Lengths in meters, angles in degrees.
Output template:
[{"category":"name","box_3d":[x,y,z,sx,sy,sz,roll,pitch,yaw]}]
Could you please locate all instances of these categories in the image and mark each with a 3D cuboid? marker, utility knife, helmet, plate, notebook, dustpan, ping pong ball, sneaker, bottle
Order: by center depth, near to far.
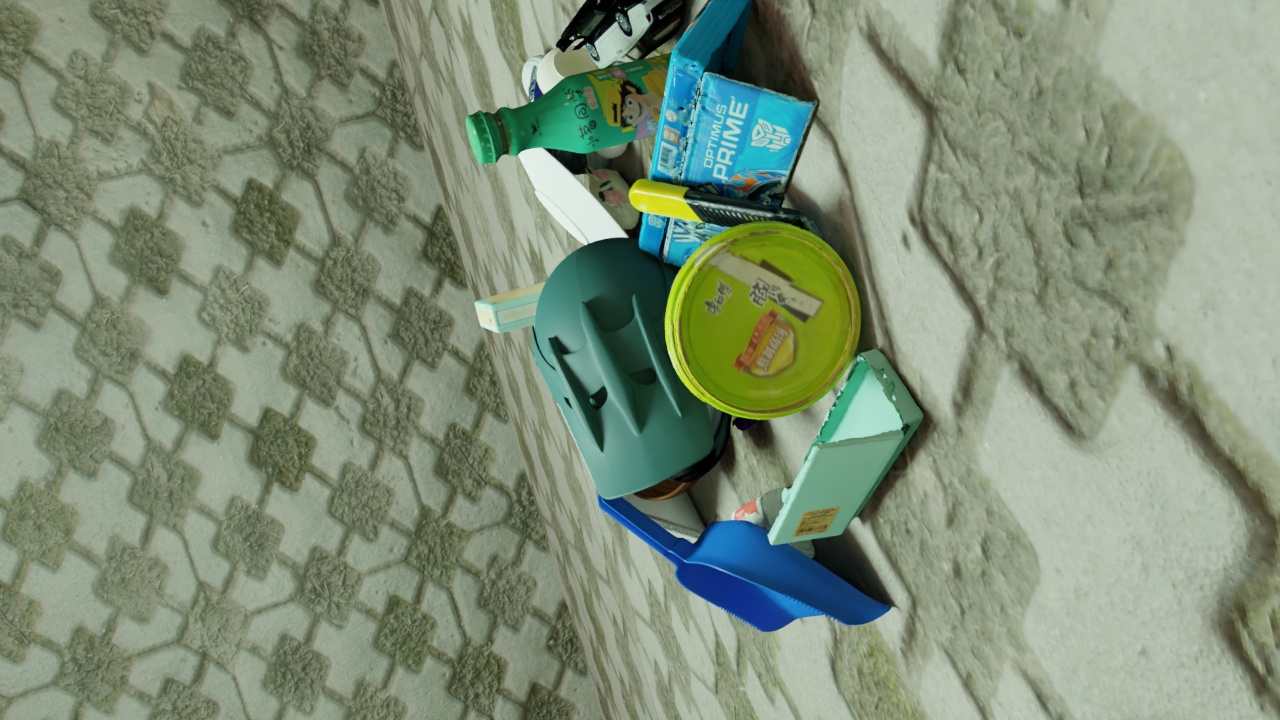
[{"category":"utility knife","box_3d":[0.066,-0.120,0.735,0.173,0.020,0.029,18,150,30]},{"category":"bottle","box_3d":[-0.048,-0.219,0.811,0.068,0.209,0.068,161,90,-74]},{"category":"dustpan","box_3d":[0.075,0.188,0.885,0.257,0.059,0.246,37,160,2]},{"category":"helmet","box_3d":[-0.006,0.005,0.898,0.200,0.177,0.274,35,-148,-63]},{"category":"marker","box_3d":[0.117,0.049,0.904,0.134,0.018,0.015,124,146,-71]},{"category":"ping pong ball","box_3d":[-0.034,-0.250,1.044,0.040,0.040,0.040,162,90,-75]},{"category":"plate","box_3d":[-0.086,-0.183,1.117,0.229,0.030,0.229,44,176,4]},{"category":"notebook","box_3d":[-0.006,0.143,1.176,0.245,0.013,0.177,29,-154,-52]},{"category":"sneaker","box_3d":[-0.118,-0.317,1.183,0.088,0.079,0.235,89,157,-48]}]

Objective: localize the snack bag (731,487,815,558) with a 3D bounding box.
[{"category":"snack bag","box_3d":[0.136,0.179,0.952,0.116,0.036,0.077,119,130,-69]}]

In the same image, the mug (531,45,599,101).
[{"category":"mug","box_3d":[-0.070,-0.304,1.055,0.112,0.085,0.089,34,155,3]}]

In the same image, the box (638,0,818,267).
[{"category":"box","box_3d":[0.075,-0.169,0.769,0.115,0.093,0.244,26,152,8]}]

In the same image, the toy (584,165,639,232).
[{"category":"toy","box_3d":[-0.031,-0.188,1.084,0.087,0.050,0.112,57,-173,32]}]

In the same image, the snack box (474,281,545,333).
[{"category":"snack box","box_3d":[-0.113,-0.083,1.216,0.141,0.193,0.044,-162,57,-71]}]

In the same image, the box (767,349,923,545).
[{"category":"box","box_3d":[0.142,0.081,0.719,0.188,0.092,0.077,98,149,-58]}]

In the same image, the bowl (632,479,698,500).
[{"category":"bowl","box_3d":[0.040,0.095,1.091,0.148,0.068,0.147,-13,71,42]}]

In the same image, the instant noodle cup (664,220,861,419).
[{"category":"instant noodle cup","box_3d":[0.086,-0.035,0.707,0.098,0.146,0.146,-123,18,-78]}]

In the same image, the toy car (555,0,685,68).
[{"category":"toy car","box_3d":[-0.008,-0.312,0.837,0.071,0.094,0.192,54,168,-14]}]
